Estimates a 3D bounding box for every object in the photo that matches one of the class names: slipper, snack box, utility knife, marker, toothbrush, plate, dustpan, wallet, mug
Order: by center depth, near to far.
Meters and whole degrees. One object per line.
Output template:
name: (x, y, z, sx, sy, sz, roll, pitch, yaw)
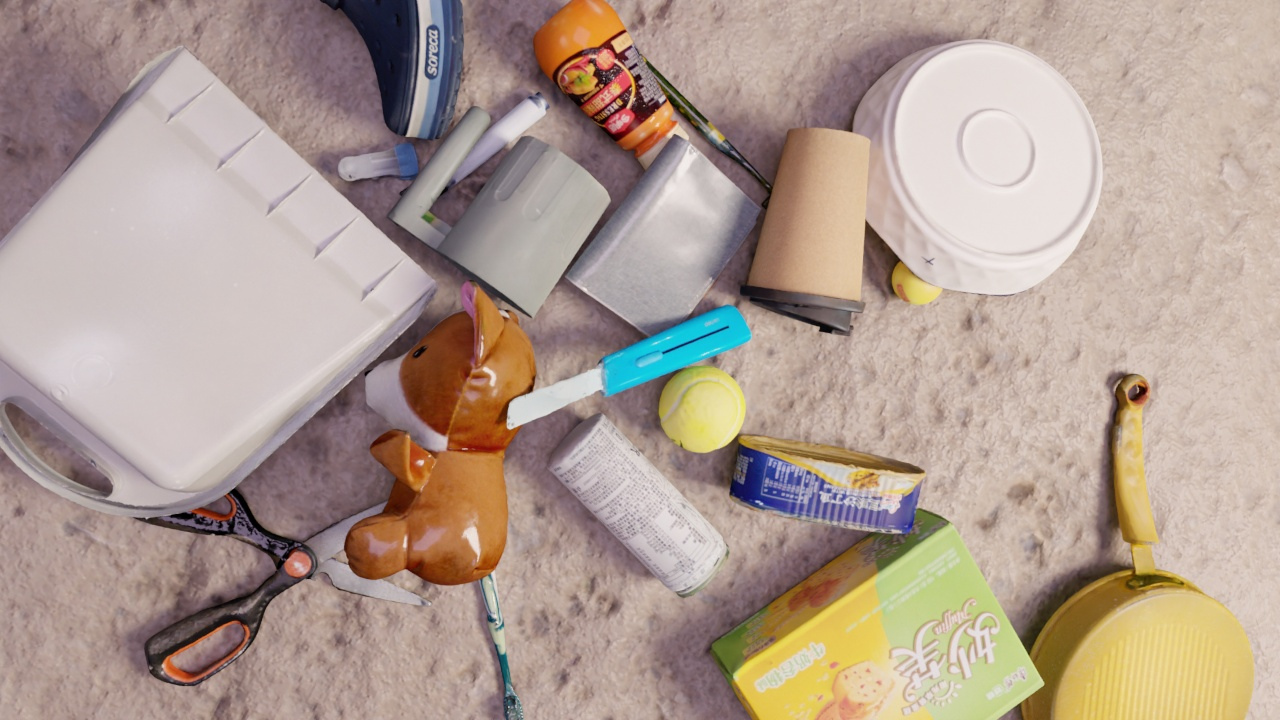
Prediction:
dustpan: (-0.312, -0.022, 0.607, 0.222, 0.143, 0.257, 44, 69, -12)
slipper: (-0.178, -0.276, 0.611, 0.095, 0.105, 0.253, -10, 93, -16)
mug: (-0.098, -0.106, 0.648, 0.124, 0.084, 0.103, 36, 86, -8)
utility knife: (-0.004, 0.004, 0.653, 0.222, 0.018, 0.034, -22, 98, -35)
marker: (-0.122, -0.153, 0.673, 0.130, 0.018, 0.022, -40, 117, -4)
wallet: (0.020, -0.086, 0.682, 0.106, 0.037, 0.130, 35, 95, -35)
toothbrush: (-0.111, 0.194, 0.697, 0.016, 0.018, 0.191, -11, 95, -8)
plate: (0.263, -0.154, 0.702, 0.204, 0.046, 0.204, 2, 79, -10)
toothbrush: (0.048, -0.175, 0.703, 0.186, 0.012, 0.017, 43, 97, -9)
snack box: (0.184, 0.238, 0.722, 0.210, 0.070, 0.157, -33, 98, -6)

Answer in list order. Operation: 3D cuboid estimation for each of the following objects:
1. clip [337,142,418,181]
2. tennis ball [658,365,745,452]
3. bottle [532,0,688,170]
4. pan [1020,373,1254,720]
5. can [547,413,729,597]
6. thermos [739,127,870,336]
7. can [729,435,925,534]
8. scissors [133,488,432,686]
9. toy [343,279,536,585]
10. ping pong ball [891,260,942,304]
clip: (-0.190, -0.141, 0.664, 0.058, 0.036, 0.025, -11, 97, -12)
tennis ball: (0.046, 0.036, 0.688, 0.065, 0.065, 0.065, -1, 93, -9)
bottle: (-0.012, -0.191, 0.671, 0.066, 0.067, 0.149, -42, 106, -5)
pan: (0.416, 0.192, 0.771, 0.197, 0.078, 0.357, 0, 100, -12)
can: (-0.001, 0.109, 0.689, 0.058, 0.058, 0.146, -45, 99, -4)
thermos: (0.128, -0.094, 0.677, 0.093, 0.093, 0.143, 8, 95, -10)
can: (0.143, 0.094, 0.705, 0.148, 0.074, 0.049, 10, 95, -9)
scissors: (-0.272, 0.148, 0.666, 0.232, 0.022, 0.221, 42, 87, -9)
toy: (-0.132, 0.048, 0.626, 0.130, 0.140, 0.199, 20, 87, -2)
ping pong ball: (0.219, -0.064, 0.723, 0.040, 0.040, 0.040, -1, 93, -9)
